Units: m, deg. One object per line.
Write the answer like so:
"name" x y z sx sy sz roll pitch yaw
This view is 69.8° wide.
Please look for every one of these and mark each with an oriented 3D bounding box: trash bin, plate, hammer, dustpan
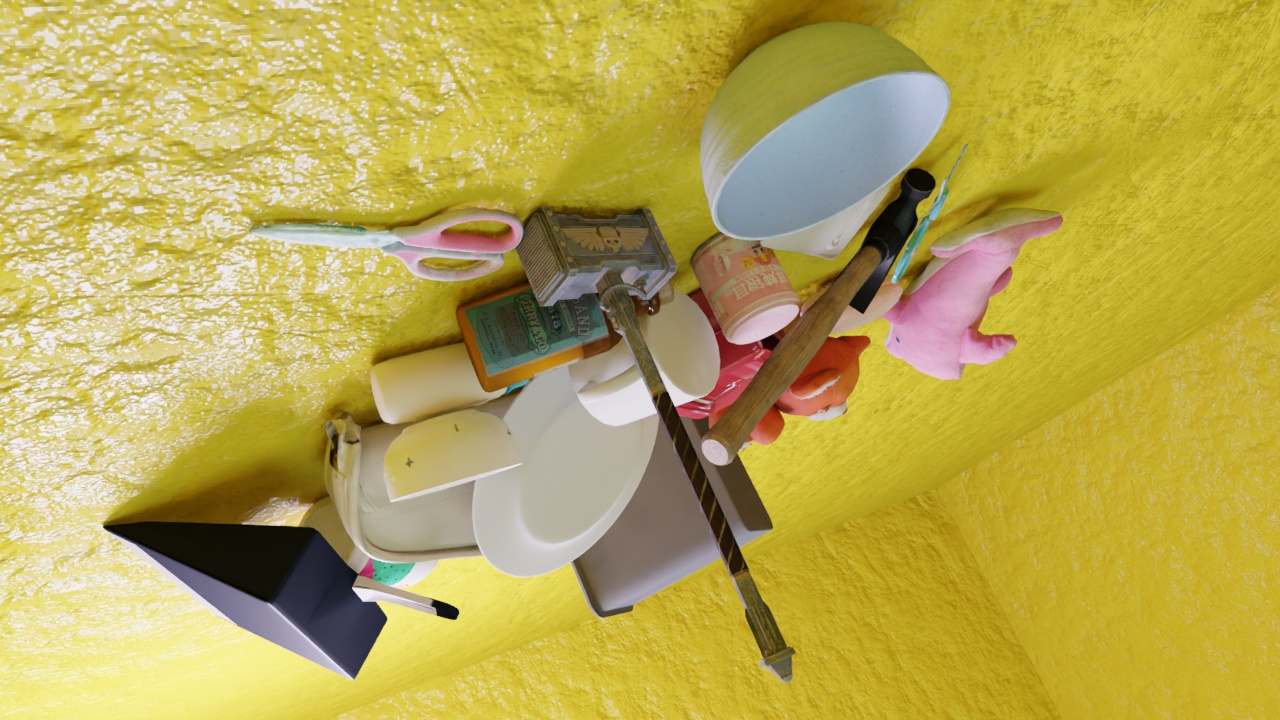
"trash bin" 0.014 0.170 1.097 0.220 0.191 0.097 -34 158 21
"plate" -0.058 0.097 0.862 0.241 0.016 0.243 -30 133 -39
"hammer" 0.142 -0.027 0.746 0.304 0.040 0.133 -47 165 -31
"hammer" 0.022 0.044 0.578 0.098 0.321 0.044 -7 154 -40
"dustpan" -0.304 0.214 0.845 0.237 0.273 0.080 87 26 -56

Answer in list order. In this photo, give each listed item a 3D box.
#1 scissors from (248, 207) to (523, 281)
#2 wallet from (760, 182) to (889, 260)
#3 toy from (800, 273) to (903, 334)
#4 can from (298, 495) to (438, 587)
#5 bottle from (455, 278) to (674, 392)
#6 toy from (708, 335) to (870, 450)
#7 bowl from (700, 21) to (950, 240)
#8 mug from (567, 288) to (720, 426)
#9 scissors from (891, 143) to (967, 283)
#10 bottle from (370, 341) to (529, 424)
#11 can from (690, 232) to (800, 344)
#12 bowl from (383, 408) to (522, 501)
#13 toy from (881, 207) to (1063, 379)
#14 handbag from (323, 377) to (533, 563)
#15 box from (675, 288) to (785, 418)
"scissors" -0.150 -0.070 0.551 0.173 0.017 0.077 -4 154 -44
"wallet" 0.141 -0.123 0.728 0.116 0.032 0.086 5 135 -50
"toy" 0.211 -0.055 0.953 0.108 0.053 0.105 -20 171 -11
"can" -0.280 0.192 0.963 0.088 0.088 0.166 -27 160 8
"bottle" -0.052 -0.033 0.677 0.156 0.067 0.068 -20 160 -12
"toy" 0.162 0.028 0.987 0.173 0.093 0.163 -20 -165 44
"bowl" 0.097 -0.145 0.547 0.150 0.074 0.151 -22 160 -8
"mug" -0.004 0.004 0.745 0.090 0.091 0.121 -22 -170 37
"scissors" 0.258 -0.133 0.800 0.125 0.015 0.136 -43 163 -49
"bottle" -0.134 0.010 0.718 0.146 0.051 0.051 -15 158 -25
"can" 0.086 -0.061 0.748 0.067 0.076 0.067 -21 160 -8
"bowl" -0.149 0.071 0.717 0.105 0.054 0.105 -16 173 -2
"toy" 0.350 -0.056 0.994 0.186 0.127 0.266 -13 153 -18
"handbag" -0.182 0.088 0.848 0.228 0.132 0.184 -14 133 -34
"box" 0.072 0.000 0.874 0.129 0.086 0.158 -30 160 15
